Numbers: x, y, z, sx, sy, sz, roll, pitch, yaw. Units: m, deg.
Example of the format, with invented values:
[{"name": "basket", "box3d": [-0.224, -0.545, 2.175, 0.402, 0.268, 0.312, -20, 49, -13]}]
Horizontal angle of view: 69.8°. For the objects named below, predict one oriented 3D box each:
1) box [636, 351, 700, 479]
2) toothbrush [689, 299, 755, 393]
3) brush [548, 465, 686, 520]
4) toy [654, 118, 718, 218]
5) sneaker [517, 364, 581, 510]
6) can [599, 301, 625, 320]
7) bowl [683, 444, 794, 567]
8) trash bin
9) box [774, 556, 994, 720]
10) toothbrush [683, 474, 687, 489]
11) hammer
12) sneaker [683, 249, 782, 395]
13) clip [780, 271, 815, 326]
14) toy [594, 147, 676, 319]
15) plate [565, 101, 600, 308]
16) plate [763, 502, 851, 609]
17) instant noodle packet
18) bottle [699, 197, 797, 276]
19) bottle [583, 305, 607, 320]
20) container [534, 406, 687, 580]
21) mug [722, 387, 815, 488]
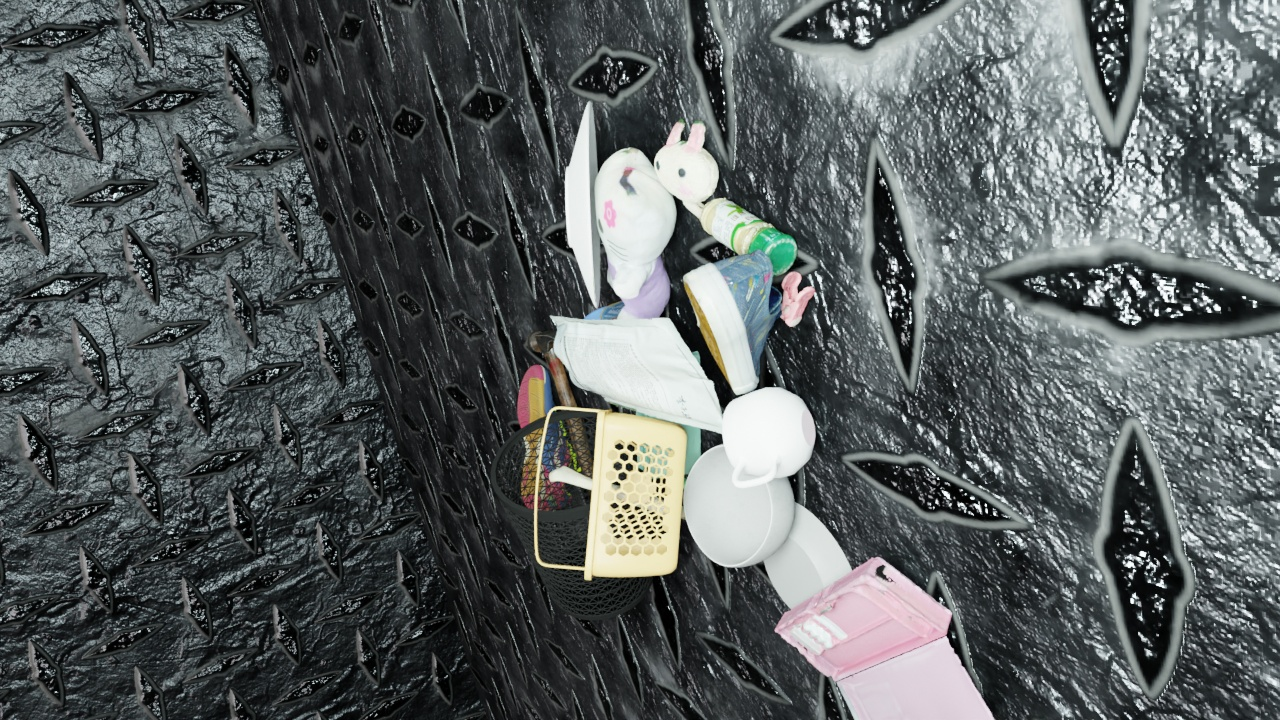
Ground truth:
[{"name": "box", "box3d": [0.040, 0.066, 1.113, 0.079, 0.077, 0.189, 27, 134, 32]}, {"name": "toothbrush", "box3d": [0.102, 0.009, 1.000, 0.190, 0.017, 0.016, 61, 152, 16]}, {"name": "brush", "box3d": [0.005, 0.170, 1.141, 0.273, 0.062, 0.077, 9, 96, 25]}, {"name": "toy", "box3d": [0.048, -0.188, 0.926, 0.087, 0.050, 0.112, 36, 134, 49]}, {"name": "sneaker", "box3d": [-0.154, 0.128, 1.538, 0.116, 0.091, 0.241, -2, 88, 58]}, {"name": "can", "box3d": [-0.007, -0.022, 1.143, 0.059, 0.053, 0.100, 10, 118, 53]}, {"name": "bowl", "box3d": [0.116, 0.158, 1.015, 0.132, 0.064, 0.131, -3, 86, 48]}, {"name": "trash bin", "box3d": [-0.079, 0.232, 1.325, 0.217, 0.216, 0.243, 37, 147, 48]}, {"name": "box", "box3d": [0.242, 0.297, 0.920, 0.180, 0.055, 0.233, 51, 150, 12]}, {"name": "toothbrush", "box3d": [0.034, 0.110, 1.216, 0.188, 0.014, 0.017, 65, 167, 7]}, {"name": "hammer", "box3d": [-0.098, 0.110, 1.455, 0.120, 0.033, 0.330, 3, 113, 61]}, {"name": "sneaker", "box3d": [0.101, -0.034, 0.875, 0.087, 0.079, 0.235, 62, -179, 21]}, {"name": "clip", "box3d": [0.148, -0.053, 0.863, 0.035, 0.022, 0.058, 48, 154, 31]}, {"name": "toy", "box3d": [-0.005, -0.127, 1.015, 0.210, 0.085, 0.137, 89, 175, -50]}, {"name": "plate", "box3d": [-0.066, -0.174, 1.037, 0.229, 0.030, 0.229, 70, -161, -90]}, {"name": "plate", "box3d": [0.178, 0.238, 1.028, 0.173, 0.019, 0.173, 43, 145, 41]}, {"name": "instant noodle packet", "box3d": [-0.006, 0.006, 1.014, 0.270, 0.057, 0.147, 7, 134, 57]}, {"name": "bottle", "box3d": [0.101, -0.120, 0.877, 0.110, 0.042, 0.043, 43, 145, 44]}, {"name": "bottle", "box3d": [-0.028, -0.005, 1.207, 0.131, 0.048, 0.048, 64, 154, 10]}, {"name": "container", "box3d": [-0.036, 0.148, 1.044, 0.129, 0.167, 0.183, 28, -114, -87]}, {"name": "mug", "box3d": [0.126, 0.081, 0.899, 0.076, 0.123, 0.090, -11, 120, 30]}]
